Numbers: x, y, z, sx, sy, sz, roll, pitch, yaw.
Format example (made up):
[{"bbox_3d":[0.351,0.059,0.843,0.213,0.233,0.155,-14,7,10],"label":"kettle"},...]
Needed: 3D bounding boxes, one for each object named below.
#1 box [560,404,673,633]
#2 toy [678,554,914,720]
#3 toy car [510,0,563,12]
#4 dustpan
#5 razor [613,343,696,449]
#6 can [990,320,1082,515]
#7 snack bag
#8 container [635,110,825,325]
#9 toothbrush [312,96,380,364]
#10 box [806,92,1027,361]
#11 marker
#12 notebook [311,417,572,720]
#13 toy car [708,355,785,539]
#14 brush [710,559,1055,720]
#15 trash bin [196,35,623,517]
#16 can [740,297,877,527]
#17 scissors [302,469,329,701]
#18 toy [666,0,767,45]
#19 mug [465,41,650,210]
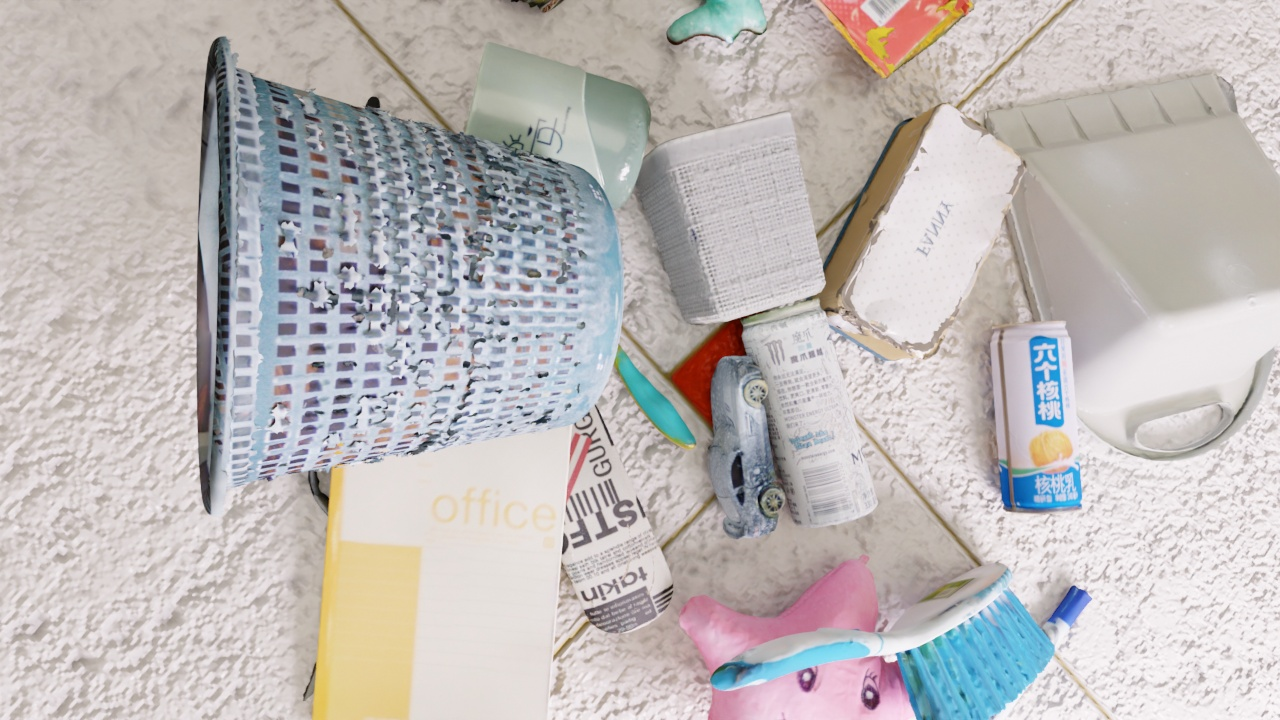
[{"bbox_3d":[-0.031,0.096,0.583,0.070,0.055,0.164,-26,94,9],"label":"box"},{"bbox_3d":[0.106,0.206,0.597,0.194,0.075,0.178,26,77,-16],"label":"toy"},{"bbox_3d":[-0.039,-0.293,0.606,0.158,0.042,0.070,-39,96,-14],"label":"toy car"},{"bbox_3d":[0.389,-0.065,0.708,0.222,0.143,0.257,-12,61,-13],"label":"dustpan"},{"bbox_3d":[-0.004,0.004,0.605,0.043,0.028,0.132,-35,93,-43],"label":"razor"},{"bbox_3d":[0.282,0.040,0.655,0.053,0.053,0.134,-3,88,-13],"label":"can"},{"bbox_3d":[0.137,-0.300,0.636,0.128,0.073,0.208,-41,91,-19],"label":"snack bag"},{"bbox_3d":[0.059,-0.087,0.595,0.090,0.090,0.114,-17,94,-13],"label":"container"},{"bbox_3d":[-0.184,-0.077,0.575,0.014,0.017,0.189,11,84,-18],"label":"toothbrush"},{"bbox_3d":[0.195,-0.093,0.640,0.090,0.060,0.184,32,79,-10],"label":"box"},{"bbox_3d":[0.280,0.224,0.666,0.017,0.017,0.145,43,80,-8],"label":"marker"},{"bbox_3d":[-0.120,0.131,0.560,0.146,0.010,0.206,5,91,-1],"label":"notebook"},{"bbox_3d":[0.065,0.057,0.605,0.036,0.054,0.120,-5,88,-15],"label":"toy car"},{"bbox_3d":[0.159,0.183,0.556,0.313,0.061,0.109,-11,80,-46],"label":"brush"},{"bbox_3d":[-0.124,-0.036,0.486,0.194,0.227,0.226,1,87,-28],"label":"trash bin"},{"bbox_3d":[0.112,0.035,0.615,0.058,0.058,0.146,-16,91,-13],"label":"can"},{"bbox_3d":[-0.165,0.125,0.572,0.177,0.014,0.159,-39,97,-10],"label":"scissors"},{"bbox_3d":[0.048,-0.257,0.627,0.096,0.030,0.092,-33,93,-16],"label":"toy"},{"bbox_3d":[-0.057,-0.130,0.578,0.106,0.082,0.112,13,115,-13],"label":"mug"}]
